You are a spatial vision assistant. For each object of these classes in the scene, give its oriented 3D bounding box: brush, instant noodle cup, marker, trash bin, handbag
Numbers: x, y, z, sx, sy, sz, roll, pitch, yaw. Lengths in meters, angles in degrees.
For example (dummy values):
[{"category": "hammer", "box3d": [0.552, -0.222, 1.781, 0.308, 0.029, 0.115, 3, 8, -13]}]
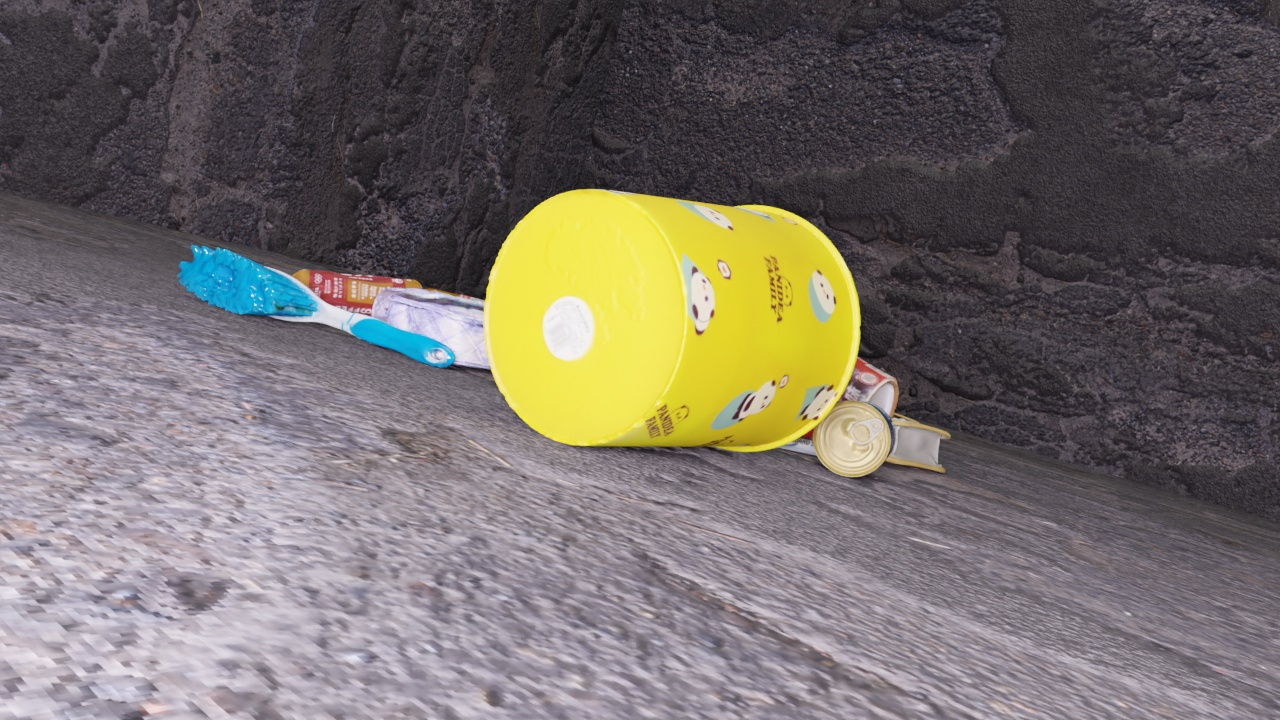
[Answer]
[{"category": "brush", "box3d": [-0.338, -0.053, 0.945, 0.315, 0.060, 0.109, 19, 1, 29]}, {"category": "instant noodle cup", "box3d": [0.234, 0.049, 1.098, 0.109, 0.138, 0.137, 27, 10, 35]}, {"category": "marker", "box3d": [0.157, 0.089, 1.004, 0.145, 0.017, 0.017, 13, 3, -25]}, {"category": "trash bin", "box3d": [0.026, -0.029, 0.750, 0.230, 0.230, 0.254, 17, 9, 32]}, {"category": "handbag", "box3d": [0.305, 0.095, 1.220, 0.179, 0.063, 0.163, 12, -3, 43]}, {"category": "handbag", "box3d": [-0.188, -0.033, 1.033, 0.134, 0.075, 0.193, 16, 2, 30]}]

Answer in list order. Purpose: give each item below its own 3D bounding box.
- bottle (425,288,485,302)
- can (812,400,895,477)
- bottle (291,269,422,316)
[{"category": "bottle", "box3d": [-0.245, -0.055, 1.252, 0.189, 0.068, 0.068, 14, 3, -6]}, {"category": "can", "box3d": [0.224, 0.079, 0.951, 0.075, 0.075, 0.111, 16, 3, 19]}, {"category": "bottle", "box3d": [-0.348, -0.074, 1.074, 0.174, 0.057, 0.057, 4, 7, -25]}]
